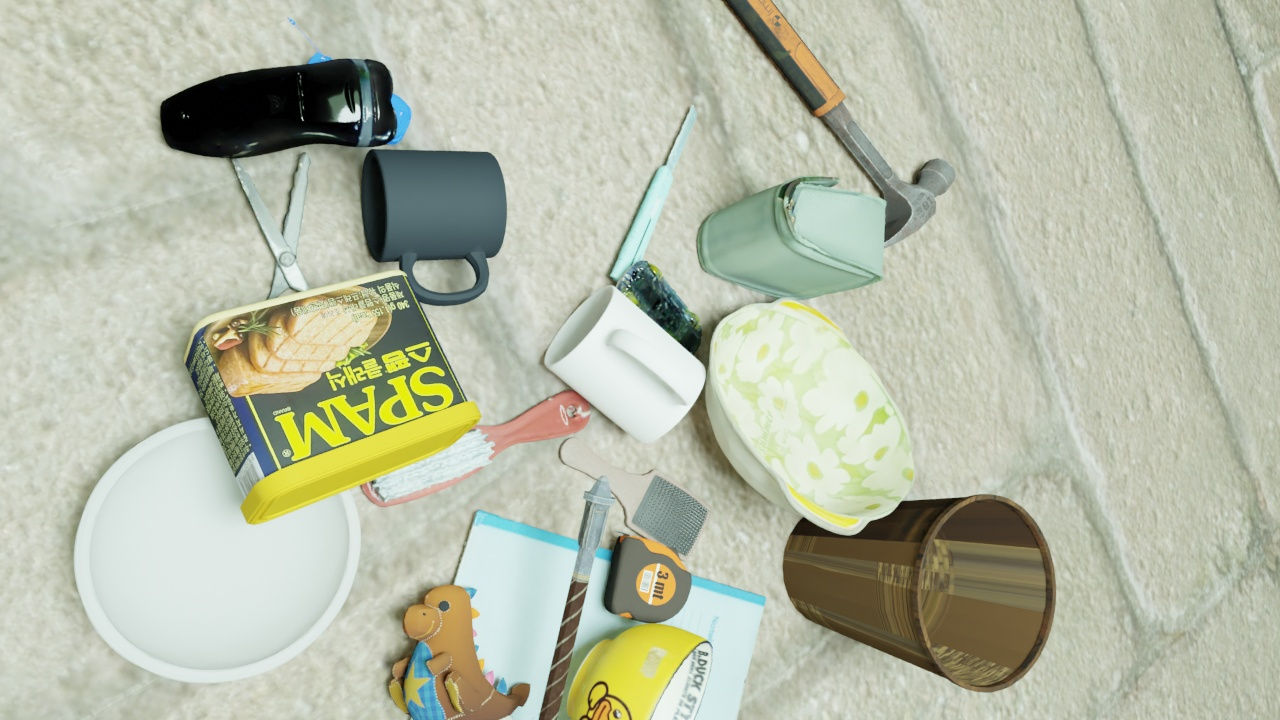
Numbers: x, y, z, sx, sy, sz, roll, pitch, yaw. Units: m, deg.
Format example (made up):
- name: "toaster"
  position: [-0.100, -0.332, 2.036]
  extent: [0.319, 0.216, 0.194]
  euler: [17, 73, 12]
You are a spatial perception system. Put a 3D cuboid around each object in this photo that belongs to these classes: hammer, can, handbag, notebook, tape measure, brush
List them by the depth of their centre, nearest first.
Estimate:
- name: "can"
  position: [-0.179, 0.018, 0.536]
  extent: [0.135, 0.075, 0.104]
  euler: [-21, 80, -38]
- name: "hammer"
  position: [-0.059, 0.231, 0.570]
  extent: [0.044, 0.099, 0.322]
  euler: [14, 87, -26]
- name: "brush"
  position: [-0.105, 0.057, 0.627]
  extent: [0.172, 0.030, 0.041]
  euler: [-19, 94, -28]
- name: "notebook"
  position: [-0.030, 0.228, 0.661]
  extent: [0.253, 0.009, 0.181]
  euler: [22, 76, -24]
- name: "tape measure"
  position: [0.005, 0.158, 0.661]
  extent: [0.058, 0.038, 0.058]
  euler: [15, 77, -12]
- name: "brush"
  position: [-0.003, 0.098, 0.684]
  extent: [0.135, 0.015, 0.049]
  euler: [36, 69, -20]
- name: "handbag"
  position: [0.118, -0.095, 0.705]
  extent: [0.106, 0.122, 0.067]
  euler: [12, 80, -26]
- name: "hammer"
  position: [0.141, -0.226, 0.780]
  extent: [0.314, 0.035, 0.137]
  euler: [47, 67, -15]

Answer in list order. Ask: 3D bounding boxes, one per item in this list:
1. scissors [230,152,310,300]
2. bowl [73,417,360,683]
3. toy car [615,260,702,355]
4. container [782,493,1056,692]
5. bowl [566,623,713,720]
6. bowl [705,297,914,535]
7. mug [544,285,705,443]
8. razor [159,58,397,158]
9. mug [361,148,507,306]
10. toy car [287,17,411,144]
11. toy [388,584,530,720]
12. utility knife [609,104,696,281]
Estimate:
- name: "scissors"
  position: [-0.214, -0.052, 0.590]
  extent: [0.158, 0.014, 0.141]
  euler: [33, 75, -21]
- name: "bowl"
  position: [-0.245, 0.109, 0.538]
  extent: [0.149, 0.043, 0.149]
  euler: [9, 73, -29]
- name: "toy car"
  position: [0.013, -0.036, 0.697]
  extent: [0.090, 0.027, 0.038]
  euler: [49, 63, -30]
- name: "container"
  position: [0.199, 0.165, 0.697]
  extent: [0.132, 0.168, 0.132]
  euler: [3, 84, -27]
- name: "bowl"
  position: [-0.007, 0.229, 0.618]
  extent: [0.117, 0.068, 0.117]
  euler: [-46, 147, -42]
- name: "bowl"
  position: [0.118, 0.048, 0.700]
  extent: [0.188, 0.060, 0.218]
  euler: [26, 42, -18]
- name: "mug"
  position: [-0.004, 0.004, 0.639]
  extent: [0.090, 0.111, 0.073]
  euler: [41, 77, -19]
- name: "razor"
  position: [-0.219, -0.151, 0.563]
  extent: [0.140, 0.063, 0.053]
  euler: [-6, 90, 2]
- name: "mug"
  position: [-0.132, -0.085, 0.598]
  extent: [0.077, 0.071, 0.105]
  euler: [-6, 74, -28]
- name: "toy car"
  position: [-0.186, -0.180, 0.588]
  extent: [0.092, 0.062, 0.033]
  euler: [27, 73, -23]
- name: "toy"
  position: [-0.111, 0.193, 0.598]
  extent: [0.103, 0.071, 0.090]
  euler: [16, 64, -47]
- name: "utility knife"
  position: [0.012, -0.131, 0.716]
  extent: [0.022, 0.015, 0.165]
  euler: [40, 65, -43]
